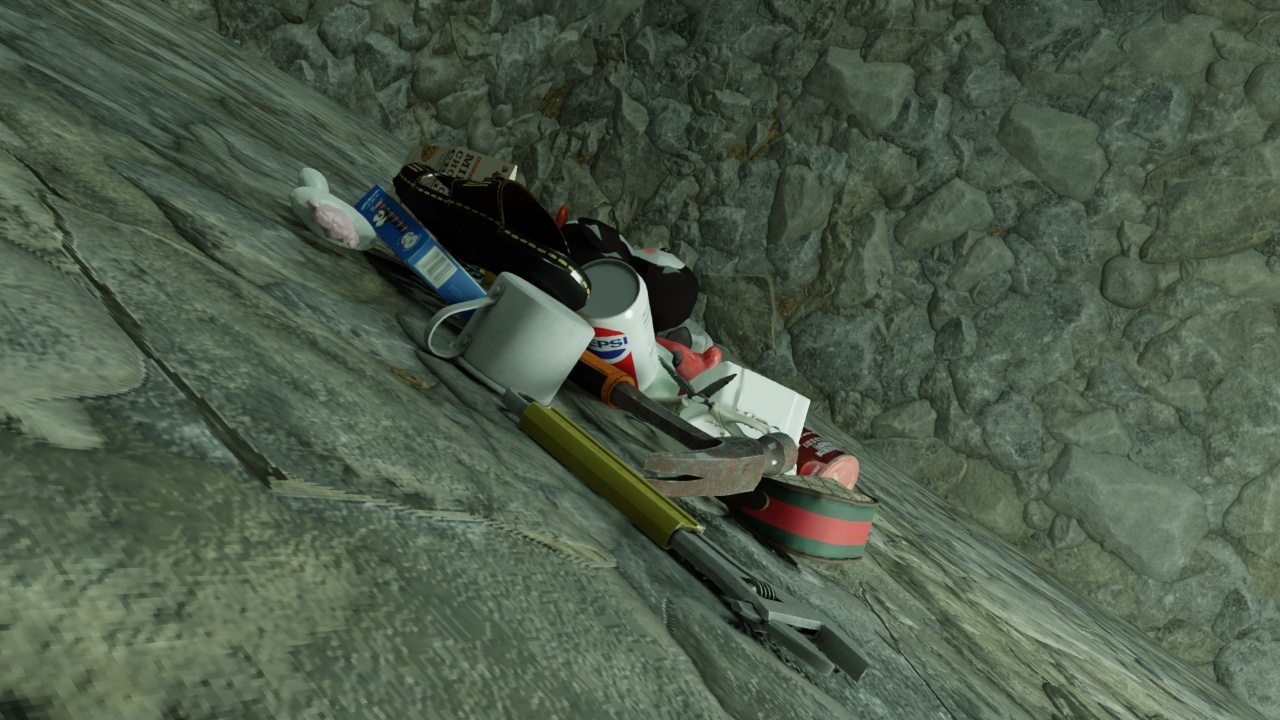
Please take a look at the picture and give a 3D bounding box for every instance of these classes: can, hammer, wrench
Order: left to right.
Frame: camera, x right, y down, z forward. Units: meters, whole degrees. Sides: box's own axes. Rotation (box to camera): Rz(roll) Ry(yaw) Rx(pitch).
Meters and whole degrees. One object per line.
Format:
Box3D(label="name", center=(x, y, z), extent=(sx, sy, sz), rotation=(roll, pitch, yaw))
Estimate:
Box3D(label="hammer", center=(-0.040, 0.017, 0.718), extent=(0.315, 0.035, 0.137), rotation=(30, 24, 37))
Box3D(label="can", center=(-0.024, -0.026, 0.820), extent=(0.070, 0.070, 0.132), rotation=(36, -21, 24))
Box3D(label="wrench", center=(0.014, 0.093, 0.537), extent=(0.273, 0.018, 0.083), rotation=(36, 7, 29))

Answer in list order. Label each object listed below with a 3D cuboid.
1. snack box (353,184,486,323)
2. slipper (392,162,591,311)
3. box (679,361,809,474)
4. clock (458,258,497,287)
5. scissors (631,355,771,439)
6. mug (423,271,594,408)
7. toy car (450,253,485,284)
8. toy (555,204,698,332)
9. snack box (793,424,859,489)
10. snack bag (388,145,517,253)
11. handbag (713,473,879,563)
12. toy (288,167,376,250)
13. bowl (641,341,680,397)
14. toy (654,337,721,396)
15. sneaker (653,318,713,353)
Box3D(label="snack box", center=(-0.193, -0.095, 0.810), extent=(0.154, 0.033, 0.088), rotation=(40, -8, 49))
Box3D(label="slipper", center=(-0.122, -0.117, 0.775), extent=(0.268, 0.075, 0.113), rotation=(31, -13, 44))
Box3D(label="box", center=(0.105, 0.081, 0.897), extent=(0.107, 0.131, 0.152), rotation=(23, -21, -17))
Box3D(label="clock", center=(-0.176, -0.118, 1.106), extent=(0.113, 0.052, 0.152), rotation=(34, 2, 8))
Box3D(label="scissors", center=(0.048, 0.038, 0.789), extent=(0.158, 0.012, 0.171), rotation=(-11, -36, 44))
Box3D(label="mug", center=(-0.093, -0.019, 0.642), extent=(0.113, 0.070, 0.084), rotation=(29, 7, -43))
Box3D(label="toy car", center=(-0.189, -0.092, 0.921), extent=(0.038, 0.027, 0.090), rotation=(31, -4, -39))
Box3D(label="toy", center=(-0.025, -0.084, 1.096), extent=(0.184, 0.139, 0.159), rotation=(13, -36, 2))
Box3D(label="snack box", center=(0.168, 0.104, 0.996), extent=(0.072, 0.072, 0.121), rotation=(26, 8, -47))
Box3D(label="snack bag", center=(-0.193, -0.163, 0.951), extent=(0.070, 0.094, 0.206), rotation=(28, -5, -35))
Box3D(label="handbag", center=(0.113, 0.115, 0.745), extent=(0.138, 0.063, 0.166), rotation=(16, 0, 34))
Box3D(label="toy", center=(-0.256, -0.119, 0.759), extent=(0.079, 0.038, 0.122), rotation=(44, 1, -25))
Box3D(label="bowl", center=(-0.006, 0.005, 0.938), extent=(0.117, 0.061, 0.117), rotation=(32, 7, -5))
Box3D(label="toy", center=(0.045, 0.015, 1.058), extent=(0.133, 0.088, 0.094), rotation=(29, -4, -38))
Box3D(label="sneaker", center=(-0.009, -0.048, 1.194), extent=(0.089, 0.099, 0.236), rotation=(28, 1, -44))
